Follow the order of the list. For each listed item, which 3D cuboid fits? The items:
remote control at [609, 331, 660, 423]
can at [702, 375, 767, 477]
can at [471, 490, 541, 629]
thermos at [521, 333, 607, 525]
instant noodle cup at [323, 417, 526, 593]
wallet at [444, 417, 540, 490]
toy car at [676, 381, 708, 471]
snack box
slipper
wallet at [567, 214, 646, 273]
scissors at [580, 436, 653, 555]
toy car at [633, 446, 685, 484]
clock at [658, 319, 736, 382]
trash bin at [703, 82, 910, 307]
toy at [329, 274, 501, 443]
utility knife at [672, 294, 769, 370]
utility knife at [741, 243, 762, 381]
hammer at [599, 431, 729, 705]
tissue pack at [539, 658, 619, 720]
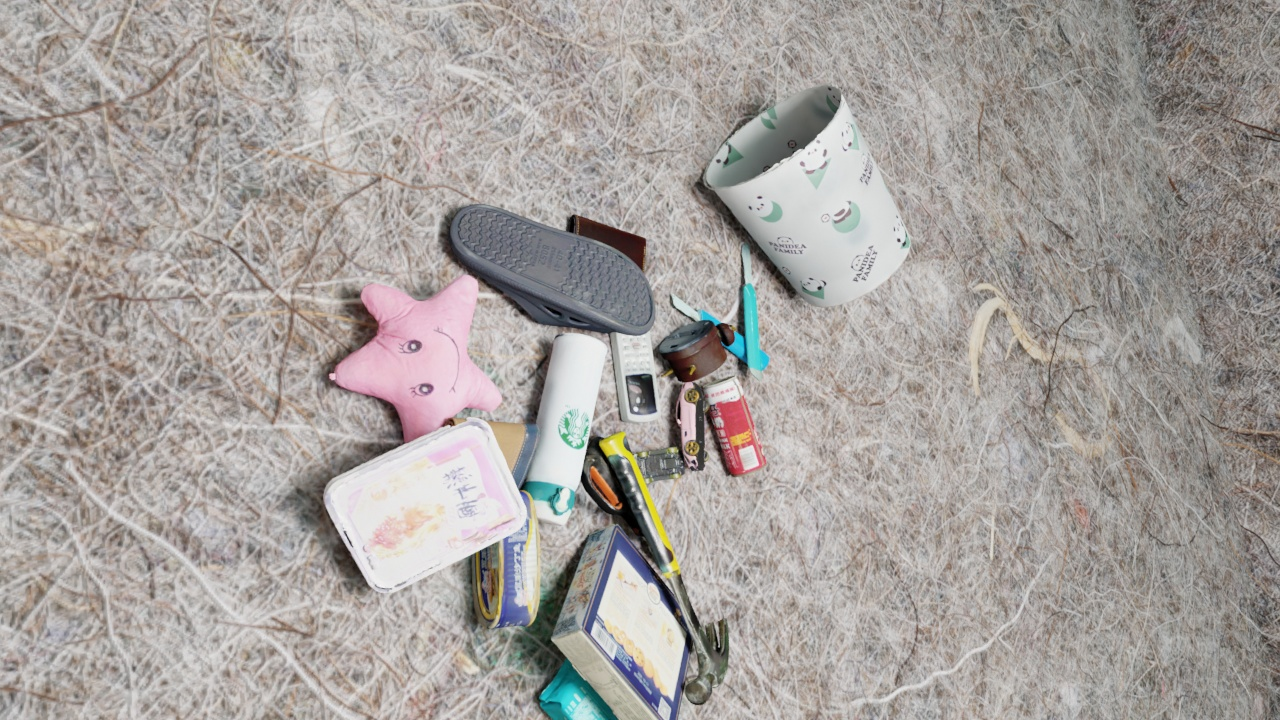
[{"bbox_3d":[-0.007,0.007,1.198,0.058,0.021,0.150,-3,81,-39],"label":"remote control"},{"bbox_3d":[0.130,0.091,1.267,0.053,0.053,0.133,-22,94,-40],"label":"can"},{"bbox_3d":[-0.148,0.217,1.004,0.049,0.075,0.148,5,77,-35],"label":"can"},{"bbox_3d":[-0.091,0.082,1.080,0.073,0.073,0.223,24,66,-33],"label":"thermos"},{"bbox_3d":[-0.218,0.139,0.933,0.173,0.060,0.138,-26,112,-13],"label":"instant noodle cup"},{"bbox_3d":[-0.173,0.107,1.011,0.115,0.033,0.090,9,110,-44],"label":"wallet"},{"bbox_3d":[0.068,0.088,1.222,0.056,0.037,0.122,42,45,-61],"label":"toy car"},{"bbox_3d":[-0.012,0.313,1.062,0.178,0.046,0.182,54,25,-17],"label":"snack box"},{"bbox_3d":[-0.108,-0.101,1.113,0.268,0.084,0.110,23,57,-14],"label":"slipper"},{"bbox_3d":[-0.044,-0.130,1.201,0.122,0.020,0.096,13,77,-37],"label":"wallet"},{"bbox_3d":[-0.003,0.187,1.156,0.235,0.022,0.142,45,32,-41],"label":"scissors"},{"bbox_3d":[0.018,0.136,1.179,0.090,0.035,0.042,-3,80,-43],"label":"toy car"},{"bbox_3d":[0.080,-0.019,1.234,0.121,0.082,0.055,-41,110,-36],"label":"clock"},{"bbox_3d":[0.253,-0.228,1.339,0.252,0.230,0.228,51,54,-25],"label":"trash bin"},{"bbox_3d":[-0.240,0.010,0.976,0.178,0.075,0.194,-13,100,-28],"label":"toy"},{"bbox_3d":[0.114,-0.040,1.307,0.194,0.018,0.034,34,51,-28],"label":"utility knife"},{"bbox_3d":[0.161,-0.075,1.344,0.029,0.013,0.222,16,63,-35],"label":"utility knife"},{"bbox_3d":[0.030,0.238,1.108,0.323,0.032,0.126,67,23,1],"label":"hammer"},{"bbox_3d":[-0.049,0.397,1.058,0.093,0.050,0.133,-46,109,-36],"label":"tissue pack"}]
